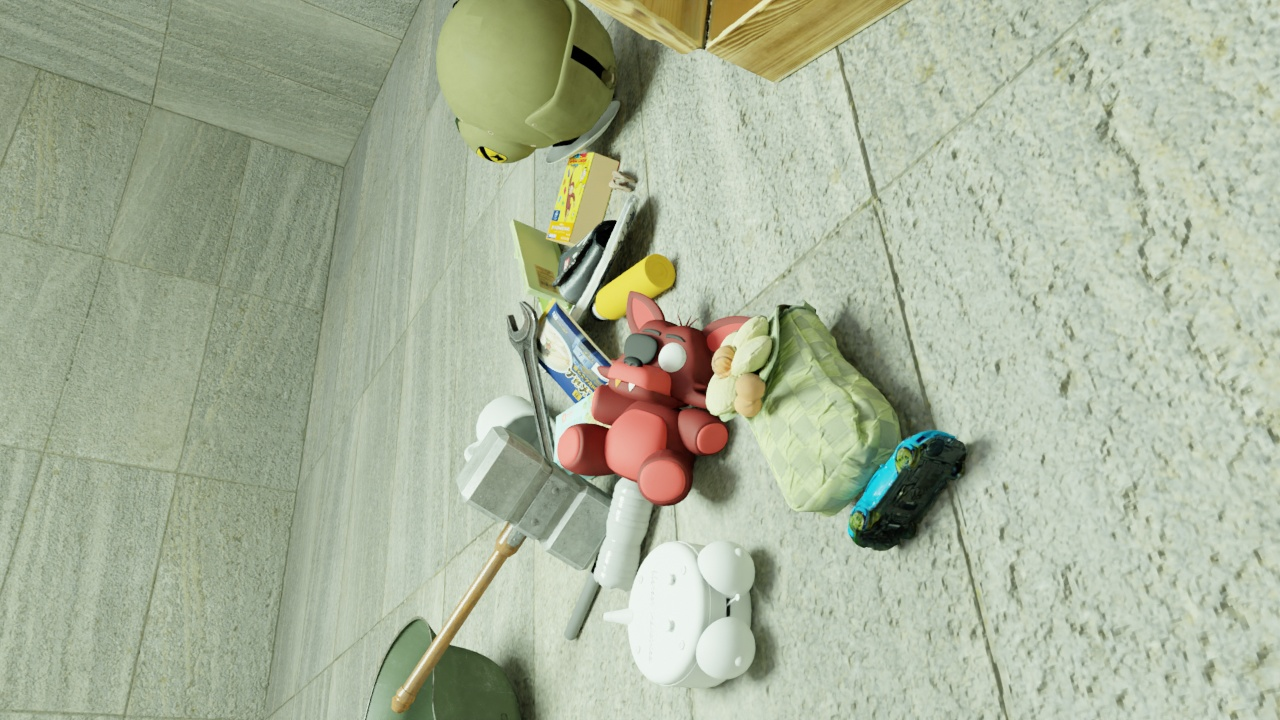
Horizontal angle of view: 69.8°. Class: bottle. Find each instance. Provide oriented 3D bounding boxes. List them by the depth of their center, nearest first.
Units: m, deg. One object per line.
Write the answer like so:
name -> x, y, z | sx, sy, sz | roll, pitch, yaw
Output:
bottle -> -0.014, 0.173, 0.969 | 0.044, 0.044, 0.136 | 10, 85, 62
bottle -> -0.015, -0.082, 1.095 | 0.144, 0.043, 0.043 | -28, 53, 54

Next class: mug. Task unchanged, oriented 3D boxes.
mug -> -0.177, 0.106, 1.223 | 0.090, 0.121, 0.091 | 26, 135, 62

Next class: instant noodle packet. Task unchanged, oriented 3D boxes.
instant noodle packet -> -0.083, -0.002, 1.134 | 0.134, 0.026, 0.087 | 47, 129, 10

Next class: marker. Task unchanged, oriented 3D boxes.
marker -> -0.056, 0.256, 1.036 | 0.141, 0.016, 0.016 | -67, 29, 15

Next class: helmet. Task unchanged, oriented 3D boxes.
helmet -> -0.226, 0.458, 1.101 | 0.228, 0.153, 0.267 | -49, 33, 34
helmet -> -0.145, -0.389, 1.233 | 0.233, 0.255, 0.250 | 6, 83, 65

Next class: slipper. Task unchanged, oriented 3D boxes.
slipper -> -0.081, -0.101, 1.172 | 0.264, 0.063, 0.111 | -61, 2, 30

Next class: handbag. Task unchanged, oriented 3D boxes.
handbag -> 0.116, 0.032, 0.723 | 0.113, 0.116, 0.186 | -62, 29, 24

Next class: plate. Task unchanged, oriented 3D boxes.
plate -> -0.080, -0.323, 1.313 | 0.135, 0.011, 0.134 | -32, 27, 18

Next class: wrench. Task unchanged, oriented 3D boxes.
wrench -> -0.126, 0.062, 1.150 | 0.070, 0.010, 0.273 | -11, 91, 52

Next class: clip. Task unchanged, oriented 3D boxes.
clip -> -0.028, -0.234, 1.215 | 0.049, 0.025, 0.061 | -51, 34, 40

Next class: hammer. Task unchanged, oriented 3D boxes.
hammer -> -0.177, 0.248, 1.001 | 0.317, 0.162, 0.083 | -56, 17, -4

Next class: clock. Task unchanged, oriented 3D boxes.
clock -> 0.037, 0.226, 0.821 | 0.161, 0.072, 0.125 | -30, 51, 53

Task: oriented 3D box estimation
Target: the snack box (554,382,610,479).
snack box -> -0.041, 0.079, 1.056 | 0.175, 0.053, 0.074 | -32, 49, 51

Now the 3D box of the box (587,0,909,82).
box -> 0.062, -0.464, 0.841 | 0.287, 0.336, 0.279 | -17, 64, 60

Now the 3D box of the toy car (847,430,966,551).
toy car -> 0.185, 0.089, 0.645 | 0.105, 0.048, 0.032 | -62, 27, 26

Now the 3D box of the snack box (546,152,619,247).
snack box -> -0.082, -0.223, 1.290 | 0.088, 0.040, 0.126 | 22, 96, 62

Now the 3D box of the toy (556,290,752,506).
toy -> 0.016, 0.035, 0.908 | 0.158, 0.120, 0.197 | 15, 85, 37

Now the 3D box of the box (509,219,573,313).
box -> -0.149, -0.112, 1.320 | 0.082, 0.098, 0.187 | -58, 29, 28
